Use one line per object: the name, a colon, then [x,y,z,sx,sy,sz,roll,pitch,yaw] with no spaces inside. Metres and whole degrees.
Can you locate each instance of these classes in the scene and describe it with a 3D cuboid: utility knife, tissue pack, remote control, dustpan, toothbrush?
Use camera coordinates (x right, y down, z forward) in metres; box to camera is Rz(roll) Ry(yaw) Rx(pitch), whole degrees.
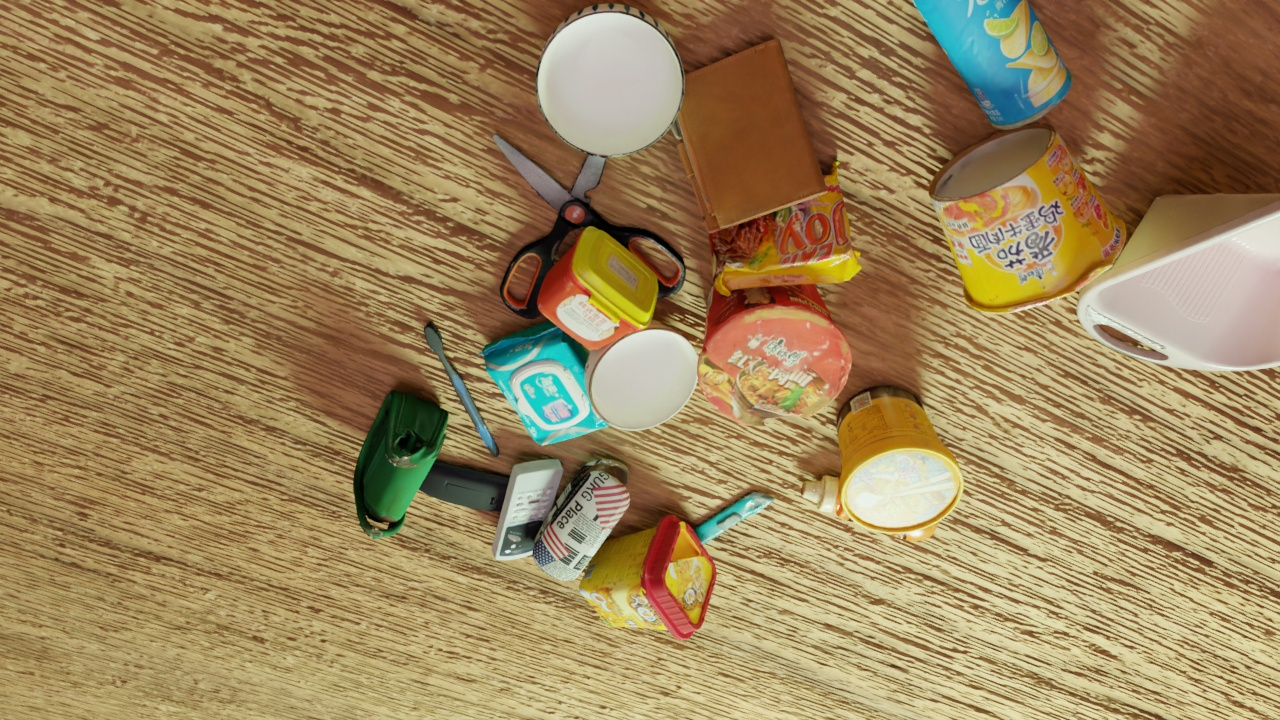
utility knife: [0.088,0.198,1.082,0.167,0.013,0.029,-38,112,26]
tissue pack: [-0.093,0.021,0.933,0.093,0.050,0.133,-20,123,16]
remote control: [-0.195,0.147,1.044,0.136,0.024,0.053,14,124,-9]
dustpan: [0.524,-0.043,0.781,0.222,0.273,0.139,24,98,-12]
toothbrush: [-0.187,0.035,0.971,0.014,0.016,0.190,-18,127,3]
remote control: [-0.130,0.173,1.051,0.058,0.021,0.150,-5,131,-29]

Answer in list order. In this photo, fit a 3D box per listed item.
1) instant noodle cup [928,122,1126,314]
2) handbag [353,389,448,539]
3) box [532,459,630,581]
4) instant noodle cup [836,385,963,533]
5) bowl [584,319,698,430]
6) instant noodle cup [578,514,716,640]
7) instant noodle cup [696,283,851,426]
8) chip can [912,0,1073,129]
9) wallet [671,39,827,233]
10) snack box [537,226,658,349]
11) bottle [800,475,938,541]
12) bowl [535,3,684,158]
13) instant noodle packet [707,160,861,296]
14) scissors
instant noodle cup: [0.317,-0.124,0.772,0.138,0.137,0.110,-28,113,20]
handbag: [-0.254,0.105,0.955,0.068,0.120,0.132,24,116,-18]
box: [-0.068,0.186,1.028,0.075,0.082,0.164,20,123,-26]
instant noodle cup: [0.256,0.096,0.940,0.118,0.114,0.119,1,127,1]
bowl: [-0.005,0.005,0.903,0.113,0.062,0.114,-11,123,-17]
instant noodle cup: [0.006,0.255,1.066,0.124,0.115,0.116,-14,123,31]
instant noodle cup: [0.119,-0.025,0.857,0.138,0.108,0.138,0,128,0]
chip can: [0.247,-0.275,0.695,0.071,0.071,0.210,-34,119,23]
wallet: [0.084,-0.182,0.758,0.108,0.031,0.132,-18,92,16]
snack box: [-0.041,-0.060,0.830,0.091,0.081,0.080,38,130,-23]
bottle: [0.253,0.158,1.023,0.149,0.066,0.067,11,126,2]
bowl: [-0.024,-0.230,0.737,0.116,0.066,0.117,0,126,0]
instant noodle packet: [0.121,-0.116,0.799,0.128,0.110,0.044,-7,162,5]
scissors: [-0.054,-0.118,0.847,0.221,0.021,0.234,24,124,-16]
